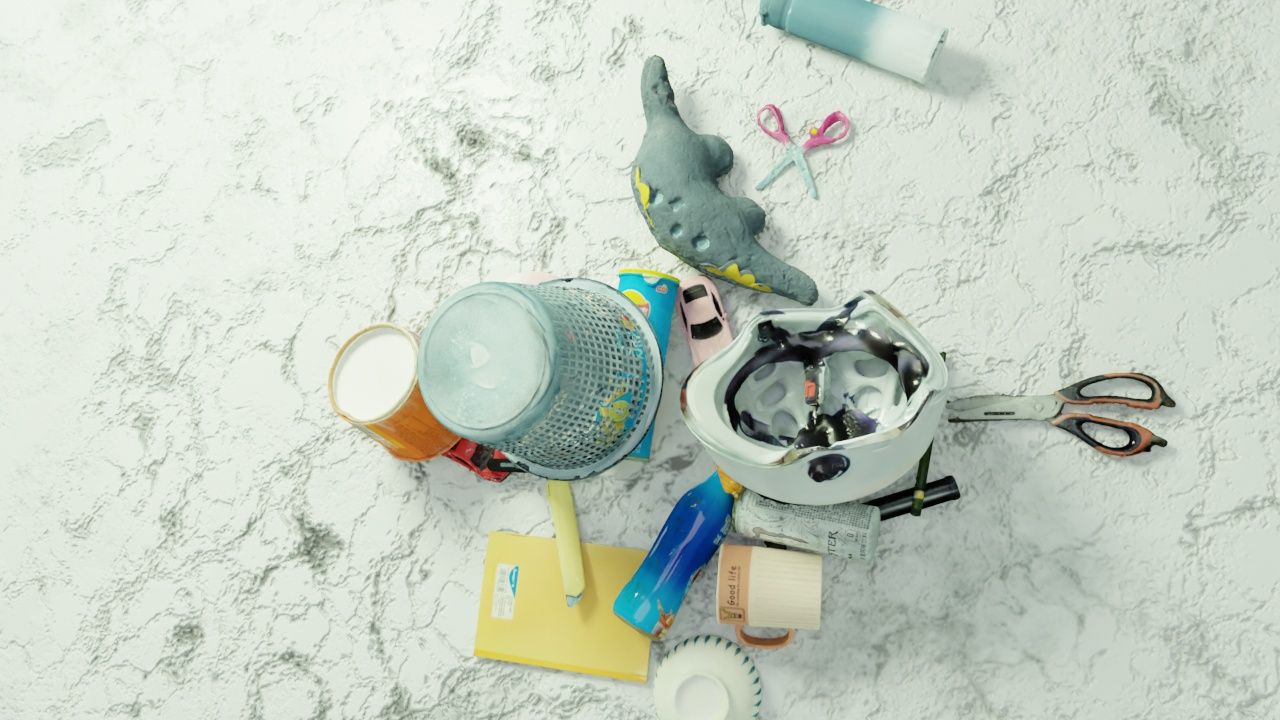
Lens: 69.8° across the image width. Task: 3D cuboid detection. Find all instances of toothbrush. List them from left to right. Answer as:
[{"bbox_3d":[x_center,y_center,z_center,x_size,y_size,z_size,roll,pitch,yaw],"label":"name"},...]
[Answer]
[{"bbox_3d":[0.236,0.168,0.986,0.213,0.026,0.027,-20,70,8],"label":"toothbrush"},{"bbox_3d":[0.305,0.076,0.980,0.017,0.012,0.185,9,72,20],"label":"toothbrush"}]

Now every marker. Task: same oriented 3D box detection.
[{"bbox_3d":[-0.116,0.122,1.062,0.124,0.015,0.018,1,75,1],"label":"marker"}]

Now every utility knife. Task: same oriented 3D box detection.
[{"bbox_3d":[-0.086,0.198,1.043,0.031,0.018,0.162,-14,63,7],"label":"utility knife"}]

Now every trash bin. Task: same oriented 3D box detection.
[{"bbox_3d":[-0.111,0.010,0.929,0.227,0.195,0.226,-2,83,19],"label":"trash bin"}]

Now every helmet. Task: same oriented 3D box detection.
[{"bbox_3d":[0.182,0.059,0.942,0.258,0.146,0.228,-22,38,1],"label":"helmet"}]

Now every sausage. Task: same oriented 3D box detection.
[{"bbox_3d":[0.083,0.081,1.006,0.021,0.021,0.165,-21,51,7],"label":"sausage"}]

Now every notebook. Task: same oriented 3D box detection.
[{"bbox_3d":[-0.084,0.276,1.042,0.206,0.010,0.145,4,81,12],"label":"notebook"}]

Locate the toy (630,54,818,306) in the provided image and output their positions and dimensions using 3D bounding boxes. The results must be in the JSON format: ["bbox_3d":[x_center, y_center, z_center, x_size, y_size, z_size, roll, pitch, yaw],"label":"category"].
[{"bbox_3d":[0.064,-0.192,1.055,0.138,0.091,0.356,-28,78,-7],"label":"toy"}]

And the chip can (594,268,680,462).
[{"bbox_3d":[-0.006,0.006,1.034,0.071,0.071,0.210,8,86,13],"label":"chip can"}]

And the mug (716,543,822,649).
[{"bbox_3d":[0.136,0.253,0.970,0.106,0.081,0.115,2,107,11],"label":"mug"}]

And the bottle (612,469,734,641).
[{"bbox_3d":[0.052,0.195,0.996,0.065,0.065,0.218,31,82,15],"label":"bottle"}]

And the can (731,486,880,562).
[{"bbox_3d":[0.173,0.168,0.961,0.147,0.058,0.058,8,82,22],"label":"can"}]

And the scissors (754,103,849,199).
[{"bbox_3d":[0.180,-0.252,1.079,0.133,0.017,0.135,-43,78,5],"label":"scissors"}]

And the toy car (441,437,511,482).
[{"bbox_3d":[-0.198,0.105,1.086,0.106,0.031,0.049,27,87,13],"label":"toy car"}]

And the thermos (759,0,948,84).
[{"bbox_3d":[0.242,-0.391,1.065,0.220,0.070,0.070,27,86,15],"label":"thermos"}]

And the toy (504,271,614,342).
[{"bbox_3d":[-0.099,-0.044,1.080,0.159,0.054,0.121,5,81,2],"label":"toy"}]

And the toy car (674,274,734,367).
[{"bbox_3d":[0.075,-0.040,1.052,0.056,0.037,0.122,-20,78,9],"label":"toy car"}]

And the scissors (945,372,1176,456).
[{"bbox_3d":[0.439,0.064,0.968,0.206,0.015,0.193,-39,76,3],"label":"scissors"}]

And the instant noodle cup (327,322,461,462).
[{"bbox_3d":[-0.277,0.031,1.057,0.151,0.111,0.151,-8,67,19],"label":"instant noodle cup"}]

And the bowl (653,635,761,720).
[{"bbox_3d":[0.067,0.353,0.967,0.116,0.066,0.116,-2,80,11],"label":"bowl"}]
